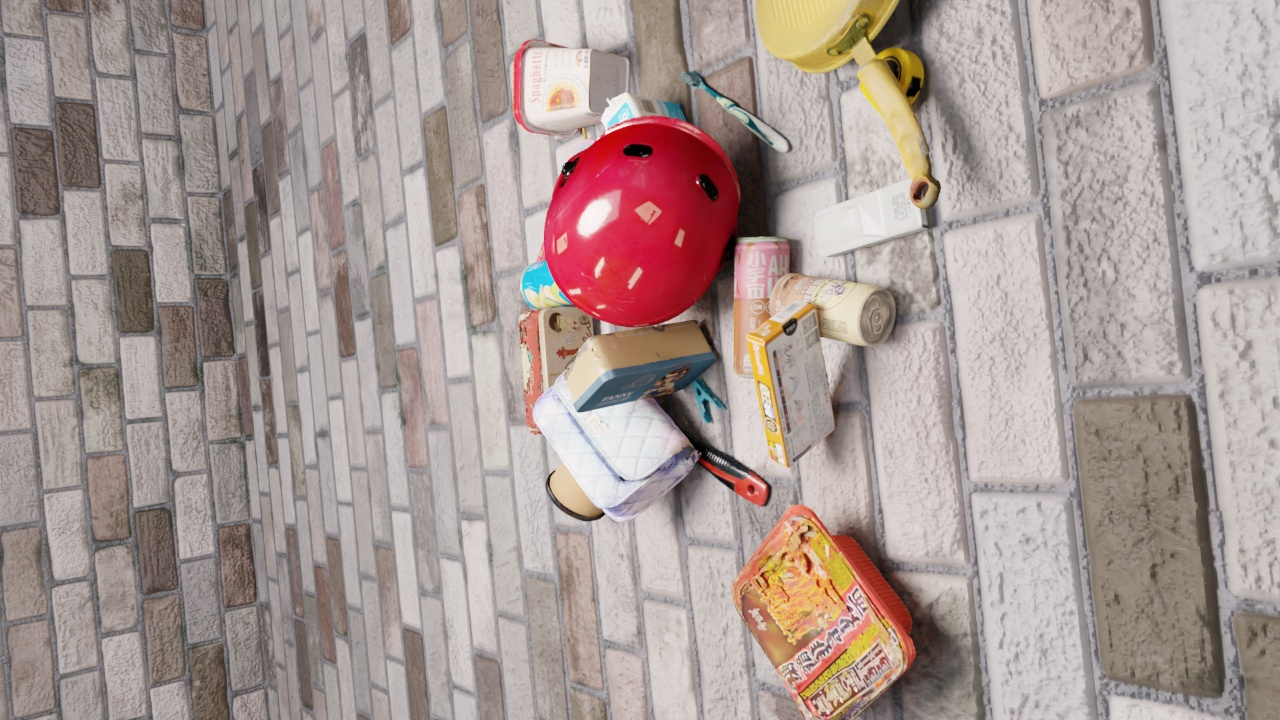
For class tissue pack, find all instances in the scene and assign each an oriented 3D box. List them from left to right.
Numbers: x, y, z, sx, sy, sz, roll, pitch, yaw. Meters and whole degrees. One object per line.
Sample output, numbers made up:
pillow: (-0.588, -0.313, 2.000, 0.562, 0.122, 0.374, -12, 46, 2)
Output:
tissue pack: (0.016, -0.243, 1.063, 0.063, 0.089, 0.140, -38, 65, 41)

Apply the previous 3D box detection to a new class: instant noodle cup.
instant noodle cup: (-0.085, -0.348, 1.172, 0.124, 0.116, 0.116, 9, 101, 38)
instant noodle cup: (0.186, 0.252, 0.911, 0.188, 0.079, 0.165, 55, 132, 31)

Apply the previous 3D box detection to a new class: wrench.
wrench: (0.054, 0.093, 1.102, 0.273, 0.016, 0.056, 37, 124, 39)

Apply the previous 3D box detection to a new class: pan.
pan: (0.199, -0.295, 0.825, 0.198, 0.078, 0.356, -40, 48, 52)

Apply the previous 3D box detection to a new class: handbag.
handbag: (-0.035, 0.088, 1.105, 0.134, 0.075, 0.194, -39, 58, -4)

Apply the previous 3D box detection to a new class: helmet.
helmet: (-0.006, -0.127, 0.976, 0.241, 0.207, 0.143, -55, 11, 53)

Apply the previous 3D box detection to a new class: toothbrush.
toothbrush: (0.101, -0.276, 1.011, 0.191, 0.018, 0.016, 49, 129, 37)

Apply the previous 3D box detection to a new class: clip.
clip: (0.076, 0.044, 1.079, 0.033, 0.013, 0.054, -52, 55, 39)

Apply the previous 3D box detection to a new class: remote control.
remote control: (0.217, -0.134, 0.876, 0.125, 0.024, 0.049, -14, 84, 51)

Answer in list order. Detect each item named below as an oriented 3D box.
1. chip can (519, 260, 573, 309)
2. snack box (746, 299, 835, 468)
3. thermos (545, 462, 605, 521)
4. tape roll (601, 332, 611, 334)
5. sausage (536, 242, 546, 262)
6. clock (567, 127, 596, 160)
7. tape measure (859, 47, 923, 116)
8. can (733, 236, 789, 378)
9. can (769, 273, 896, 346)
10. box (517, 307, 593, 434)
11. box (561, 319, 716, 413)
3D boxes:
chip can: (-0.076, -0.109, 1.208, 0.211, 0.071, 0.071, -4, 91, 52)
snack box: (0.148, 0.024, 0.890, 0.026, 0.075, 0.154, 24, 139, 46)
thermos: (-0.061, 0.142, 1.210, 0.093, 0.093, 0.143, 51, 122, 35)
tape roll: (-0.041, 0.006, 1.221, 0.086, 0.013, 0.086, 8, 100, 51)
sausage: (-0.126, -0.177, 1.306, 0.020, 0.020, 0.156, 52, 130, 35)
clock: (-0.035, -0.219, 1.154, 0.158, 0.059, 0.117, 42, 125, 39)
tape measure: (0.232, -0.254, 0.838, 0.057, 0.028, 0.060, -58, 43, 37)
can: (0.127, -0.056, 0.968, 0.058, 0.057, 0.147, 7, 100, 51)
can: (0.185, -0.051, 0.896, 0.116, 0.058, 0.058, 16, 106, 50)
box: (-0.115, 0.014, 1.230, 0.076, 0.091, 0.168, -5, 90, 48)
box: (-0.006, 0.006, 1.043, 0.090, 0.183, 0.059, -47, 64, 48)
